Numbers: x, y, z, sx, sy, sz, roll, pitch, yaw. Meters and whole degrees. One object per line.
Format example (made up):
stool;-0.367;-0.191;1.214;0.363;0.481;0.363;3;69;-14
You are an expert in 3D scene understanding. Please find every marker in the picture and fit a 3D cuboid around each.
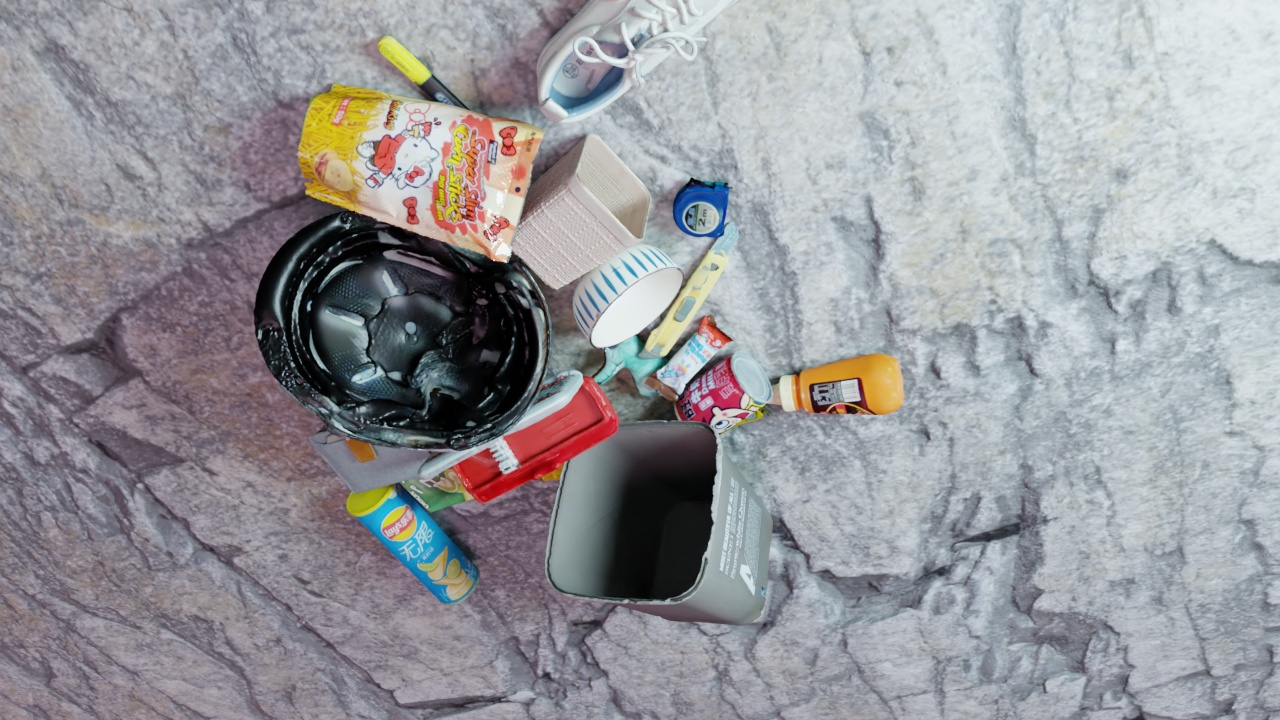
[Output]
marker;-0.186;-0.245;0.833;0.018;0.015;0.124;-30;123;33

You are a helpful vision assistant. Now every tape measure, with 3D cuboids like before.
tape measure;0.059;-0.147;0.885;0.054;0.025;0.058;7;127;2

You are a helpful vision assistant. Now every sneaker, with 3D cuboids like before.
sneaker;0.005;-0.277;0.737;0.243;0.090;0.089;-32;121;28

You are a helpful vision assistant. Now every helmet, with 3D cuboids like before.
helmet;-0.226;-0.025;0.921;0.274;0.230;0.157;16;174;-6

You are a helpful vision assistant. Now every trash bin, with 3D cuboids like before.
trash bin;0.039;0.200;1.043;0.199;0.198;0.219;-4;152;30

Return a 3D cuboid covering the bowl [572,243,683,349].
bowl;-0.022;-0.074;0.915;0.066;0.116;0.117;51;129;18

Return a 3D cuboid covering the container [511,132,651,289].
container;-0.063;-0.136;0.867;0.111;0.090;0.090;-30;122;30

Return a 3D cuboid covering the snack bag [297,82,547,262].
snack bag;-0.199;-0.176;0.832;0.208;0.073;0.128;17;92;7

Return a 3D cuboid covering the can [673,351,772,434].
can;0.090;0.041;1.015;0.066;0.066;0.094;38;124;-24

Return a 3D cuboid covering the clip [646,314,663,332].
clip;0.018;-0.038;0.988;0.026;0.037;0.058;-21;123;15

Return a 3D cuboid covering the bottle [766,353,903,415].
bottle;0.208;0.031;1.002;0.150;0.066;0.067;-7;130;21

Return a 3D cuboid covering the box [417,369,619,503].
box;-0.129;0.094;0.986;0.201;0.100;0.094;-29;101;19

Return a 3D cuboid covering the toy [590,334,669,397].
toy;-0.006;0.006;1.015;0.096;0.030;0.092;-42;114;10

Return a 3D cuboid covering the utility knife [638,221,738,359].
utility knife;0.052;-0.068;0.953;0.031;0.019;0.183;20;116;-23

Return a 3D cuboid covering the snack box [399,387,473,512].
snack box;-0.268;0.074;1.081;0.115;0.063;0.240;-20;126;23

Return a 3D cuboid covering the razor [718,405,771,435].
razor;0.087;0.077;1.075;0.133;0.028;0.043;-28;126;28

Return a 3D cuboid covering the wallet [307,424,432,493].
wallet;-0.301;0.104;1.045;0.130;0.036;0.106;-16;128;21

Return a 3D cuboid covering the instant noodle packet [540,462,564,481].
instant noodle packet;-0.083;0.093;1.093;0.111;0.044;0.128;-7;132;9

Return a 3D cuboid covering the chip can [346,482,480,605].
chip can;-0.298;0.239;1.221;0.071;0.071;0.210;-18;127;20

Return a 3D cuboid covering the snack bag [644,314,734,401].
snack bag;0.054;-0.002;0.996;0.045;0.026;0.105;36;104;-26
